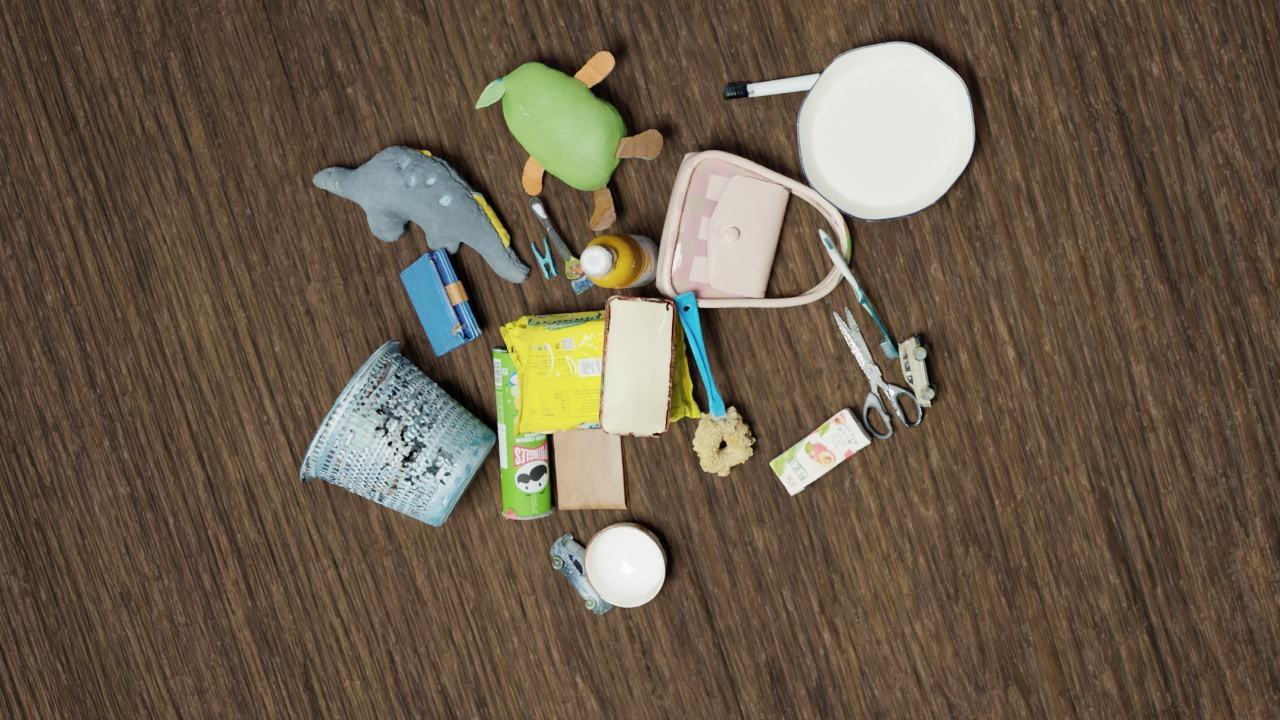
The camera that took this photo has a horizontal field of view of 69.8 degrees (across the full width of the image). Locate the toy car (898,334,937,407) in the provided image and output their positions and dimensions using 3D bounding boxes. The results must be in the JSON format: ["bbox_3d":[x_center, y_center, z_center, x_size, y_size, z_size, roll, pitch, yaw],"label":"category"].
[{"bbox_3d":[0.342,0.014,1.126,0.035,0.042,0.090,-13,93,26],"label":"toy car"}]

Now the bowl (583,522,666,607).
[{"bbox_3d":[-0.015,0.271,1.250,0.113,0.062,0.113,2,99,15],"label":"bowl"}]

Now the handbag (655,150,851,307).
[{"bbox_3d":[0.145,-0.149,1.149,0.234,0.093,0.193,13,100,2],"label":"handbag"}]

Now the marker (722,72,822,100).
[{"bbox_3d":[0.167,-0.342,1.141,0.131,0.018,0.022,-4,88,17],"label":"marker"}]

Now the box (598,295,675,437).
[{"bbox_3d":[-0.006,0.007,1.119,0.091,0.079,0.168,3,94,-4],"label":"box"}]

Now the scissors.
[{"bbox_3d":[0.299,0.013,1.155,0.145,0.014,0.172,11,97,16],"label":"scissors"}]

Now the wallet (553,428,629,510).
[{"bbox_3d":[-0.069,0.151,1.273,0.101,0.020,0.115,-3,94,17],"label":"wallet"}]

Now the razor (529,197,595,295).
[{"bbox_3d":[-0.107,-0.157,1.231,0.043,0.022,0.143,-30,97,15],"label":"razor"}]

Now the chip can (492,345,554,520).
[{"bbox_3d":[-0.163,0.097,1.264,0.072,0.072,0.236,-1,97,16],"label":"chip can"}]

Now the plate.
[{"bbox_3d":[0.290,-0.271,1.098,0.205,0.045,0.205,2,100,14],"label":"plate"}]

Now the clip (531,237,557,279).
[{"bbox_3d":[-0.130,-0.139,1.254,0.041,0.014,0.056,-19,90,18],"label":"clip"}]

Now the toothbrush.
[{"bbox_3d":[0.268,-0.080,1.129,0.018,0.016,0.191,-29,102,26],"label":"toothbrush"}]

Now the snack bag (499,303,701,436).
[{"bbox_3d":[-0.051,0.012,1.192,0.246,0.068,0.158,-6,96,-1],"label":"snack bag"}]

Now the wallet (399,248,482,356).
[{"bbox_3d":[-0.279,-0.079,1.276,0.107,0.040,0.133,-22,93,48],"label":"wallet"}]

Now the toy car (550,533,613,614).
[{"bbox_3d":[-0.078,0.296,1.275,0.037,0.054,0.120,-38,87,18],"label":"toy car"}]

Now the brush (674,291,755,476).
[{"bbox_3d":[0.086,0.032,1.162,0.083,0.046,0.255,-19,110,-5],"label":"brush"}]

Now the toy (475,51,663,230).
[{"bbox_3d":[-0.091,-0.296,1.183,0.247,0.089,0.228,43,120,10],"label":"toy"}]

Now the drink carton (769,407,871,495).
[{"bbox_3d":[0.229,0.116,1.169,0.123,0.045,0.053,-38,81,16],"label":"drink carton"}]

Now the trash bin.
[{"bbox_3d":[-0.315,0.116,1.252,0.195,0.226,0.227,32,105,-4],"label":"trash bin"}]

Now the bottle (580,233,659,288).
[{"bbox_3d":[-0.026,-0.123,1.134,0.068,0.189,0.068,2,97,16],"label":"bottle"}]

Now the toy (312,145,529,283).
[{"bbox_3d":[-0.306,-0.220,1.261,0.356,0.091,0.138,23,130,13],"label":"toy"}]
